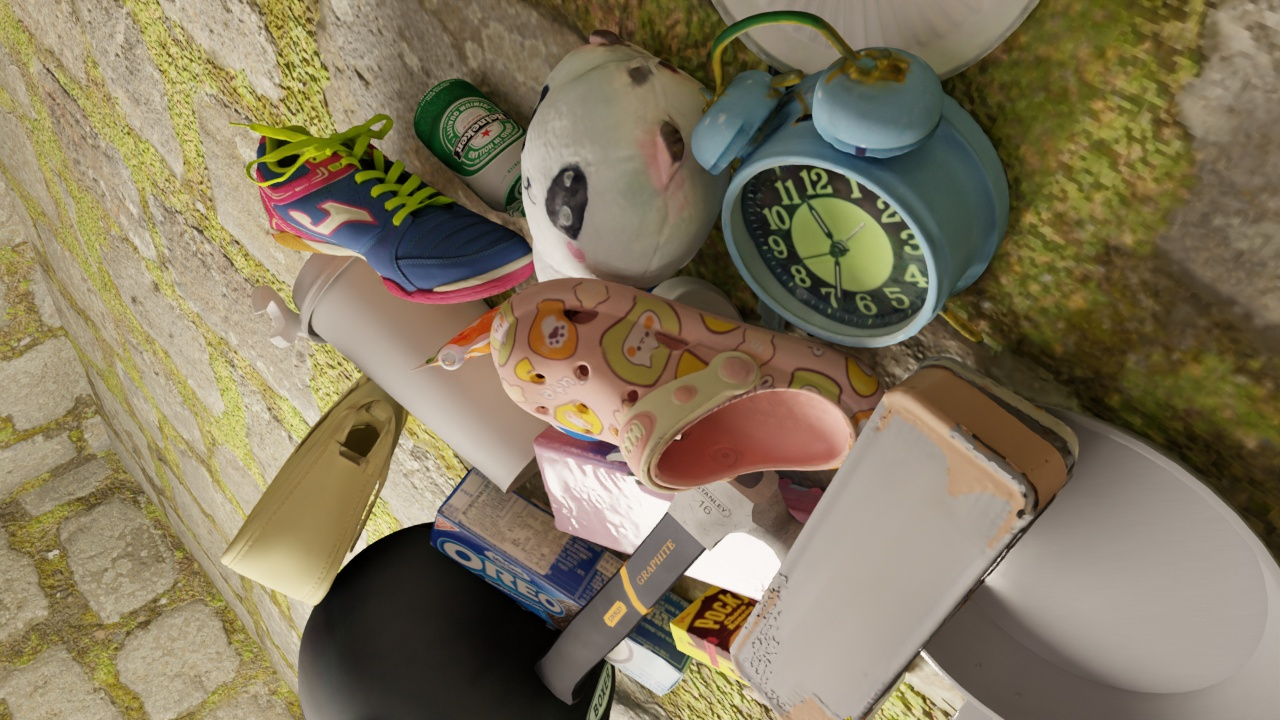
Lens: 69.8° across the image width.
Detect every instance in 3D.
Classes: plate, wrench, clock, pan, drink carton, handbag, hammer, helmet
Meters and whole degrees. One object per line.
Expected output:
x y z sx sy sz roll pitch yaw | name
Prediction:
0.085 -0.179 0.348 0.157 0.014 0.157 21 133 24 | plate
-0.268 -0.022 0.798 0.273 0.009 0.047 62 -173 -84 | wrench
0.084 -0.075 0.388 0.118 0.059 0.162 1 132 48 | clock
0.187 0.163 0.475 0.201 0.050 0.357 35 139 30 | pan
-0.095 -0.022 0.621 0.069 0.122 0.039 -12 106 54 | drink carton
-0.257 0.095 0.803 0.088 0.191 0.232 37 -173 -15 | handbag
0.000 0.158 0.609 0.139 0.035 0.314 42 134 11 | hammer
-0.139 0.284 0.814 0.316 0.248 0.237 44 125 -13 | helmet

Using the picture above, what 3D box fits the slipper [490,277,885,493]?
0.017 0.027 0.439 0.197 0.081 0.093 13 140 6 | slipper

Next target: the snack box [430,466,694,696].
-0.057 0.173 0.723 0.226 0.059 0.059 32 141 5 | snack box

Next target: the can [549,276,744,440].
-0.003 0.003 0.564 0.146 0.078 0.079 -20 100 55 | can

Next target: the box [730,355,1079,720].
0.109 0.099 0.424 0.081 0.062 0.217 40 133 22 | box

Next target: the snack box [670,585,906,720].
0.093 0.189 0.603 0.149 0.061 0.026 11 125 46 | snack box

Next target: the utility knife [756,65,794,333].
0.073 -0.097 0.450 0.029 0.020 0.214 32 138 36 | utility knife

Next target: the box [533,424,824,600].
0.030 0.103 0.608 0.233 0.037 0.098 10 128 35 | box

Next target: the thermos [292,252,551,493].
-0.152 -0.004 0.716 0.222 0.131 0.132 45 144 7 | thermos

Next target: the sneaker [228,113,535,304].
-0.167 -0.100 0.578 0.242 0.116 0.091 19 125 33 | sneaker

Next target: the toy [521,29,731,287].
-0.018 -0.080 0.488 0.180 0.101 0.138 -62 39 40 | toy

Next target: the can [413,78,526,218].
-0.103 -0.140 0.601 0.101 0.053 0.053 44 143 21 | can
